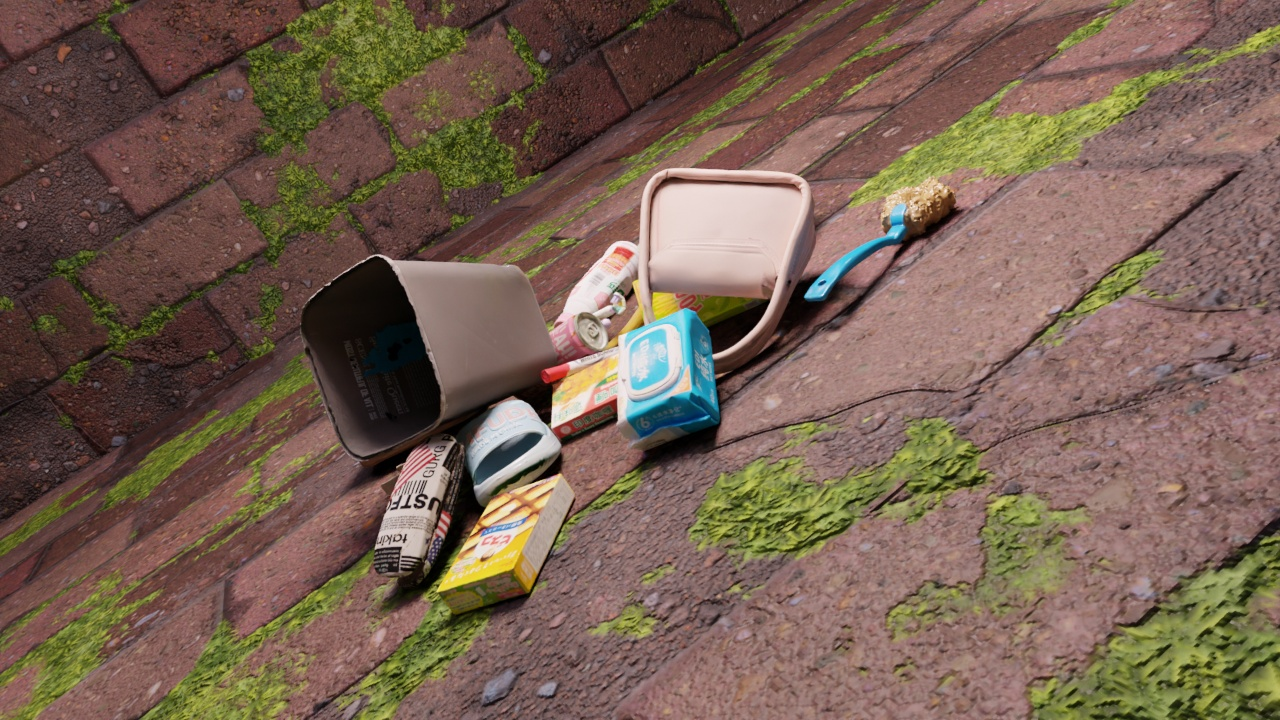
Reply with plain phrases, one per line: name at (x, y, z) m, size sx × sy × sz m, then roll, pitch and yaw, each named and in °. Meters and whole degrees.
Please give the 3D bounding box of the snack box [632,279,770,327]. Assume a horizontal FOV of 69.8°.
snack box at (0.072, -0.083, 1.094) m, size 0.157 × 0.085 × 0.026 m, roll -23°, pitch -19°, yaw 20°

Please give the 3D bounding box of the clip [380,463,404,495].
clip at (-0.284, 0.142, 1.140) m, size 0.104 × 0.034 × 0.076 m, roll -27°, pitch 20°, yaw 24°

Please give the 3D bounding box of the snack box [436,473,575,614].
snack box at (-0.121, 0.167, 0.846) m, size 0.087 × 0.034 × 0.140 m, roll -22°, pitch 24°, yaw 26°

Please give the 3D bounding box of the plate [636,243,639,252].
plate at (0.104, -0.184, 1.219) m, size 0.230 × 0.027 × 0.230 m, roll -22°, pitch 16°, yaw 6°

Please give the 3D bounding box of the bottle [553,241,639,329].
bottle at (-0.060, -0.098, 1.346) m, size 0.068 × 0.068 × 0.196 m, roll -12°, pitch 31°, yaw 42°

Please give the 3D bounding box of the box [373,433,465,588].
box at (-0.212, 0.156, 0.941) m, size 0.075 × 0.076 × 0.163 m, roll -15°, pitch 45°, yaw 29°

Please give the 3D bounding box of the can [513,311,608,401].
can at (-0.109, -0.004, 1.157) m, size 0.148 × 0.058 × 0.057 m, roll -33°, pitch 16°, yaw 33°

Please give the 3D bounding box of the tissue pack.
tissue pack at (0.024, 0.018, 0.897) m, size 0.090 × 0.063 × 0.139 m, roll -23°, pitch 45°, yaw 23°

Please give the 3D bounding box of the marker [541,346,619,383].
marker at (-0.056, 0.001, 1.098) m, size 0.144 × 0.017 × 0.017 m, roll -19°, pitch 9°, yaw -39°

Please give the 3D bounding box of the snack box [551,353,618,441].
snack box at (-0.027, 0.028, 1.026) m, size 0.156 × 0.027 × 0.077 m, roll -25°, pitch 35°, yaw 15°

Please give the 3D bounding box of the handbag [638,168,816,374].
handbag at (0.084, -0.093, 0.996) m, size 0.193 × 0.093 × 0.233 m, roll 4°, pitch 63°, yaw 19°

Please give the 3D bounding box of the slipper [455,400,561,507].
slipper at (-0.157, 0.085, 1.032) m, size 0.104 × 0.074 × 0.245 m, roll -32°, pitch 18°, yaw -6°

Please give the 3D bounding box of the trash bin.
trash bin at (-0.237, -0.014, 1.071) m, size 0.199 × 0.199 × 0.219 m, roll -23°, pitch -5°, yaw 35°

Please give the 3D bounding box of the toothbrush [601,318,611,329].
toothbrush at (-0.102, -0.013, 1.212) m, size 0.190 × 0.021 × 0.029 m, roll -30°, pitch 42°, yaw 40°

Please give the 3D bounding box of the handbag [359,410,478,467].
handbag at (-0.315, 0.059, 1.278) m, size 0.204 × 0.100 × 0.147 m, roll -26°, pitch 17°, yaw 2°

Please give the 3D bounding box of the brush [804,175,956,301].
brush at (0.254, -0.129, 0.979) m, size 0.253 × 0.046 × 0.083 m, roll -37°, pitch 24°, yaw -33°

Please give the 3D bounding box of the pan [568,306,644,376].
pan at (0.049, -0.090, 1.197) m, size 0.357 × 0.078 × 0.197 m, roll -27°, pitch 15°, yaw -6°

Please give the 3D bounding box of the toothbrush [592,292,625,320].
toothbrush at (-0.047, -0.063, 1.194) m, size 0.020 × 0.029 × 0.190 m, roll -7°, pitch -2°, yaw -14°
